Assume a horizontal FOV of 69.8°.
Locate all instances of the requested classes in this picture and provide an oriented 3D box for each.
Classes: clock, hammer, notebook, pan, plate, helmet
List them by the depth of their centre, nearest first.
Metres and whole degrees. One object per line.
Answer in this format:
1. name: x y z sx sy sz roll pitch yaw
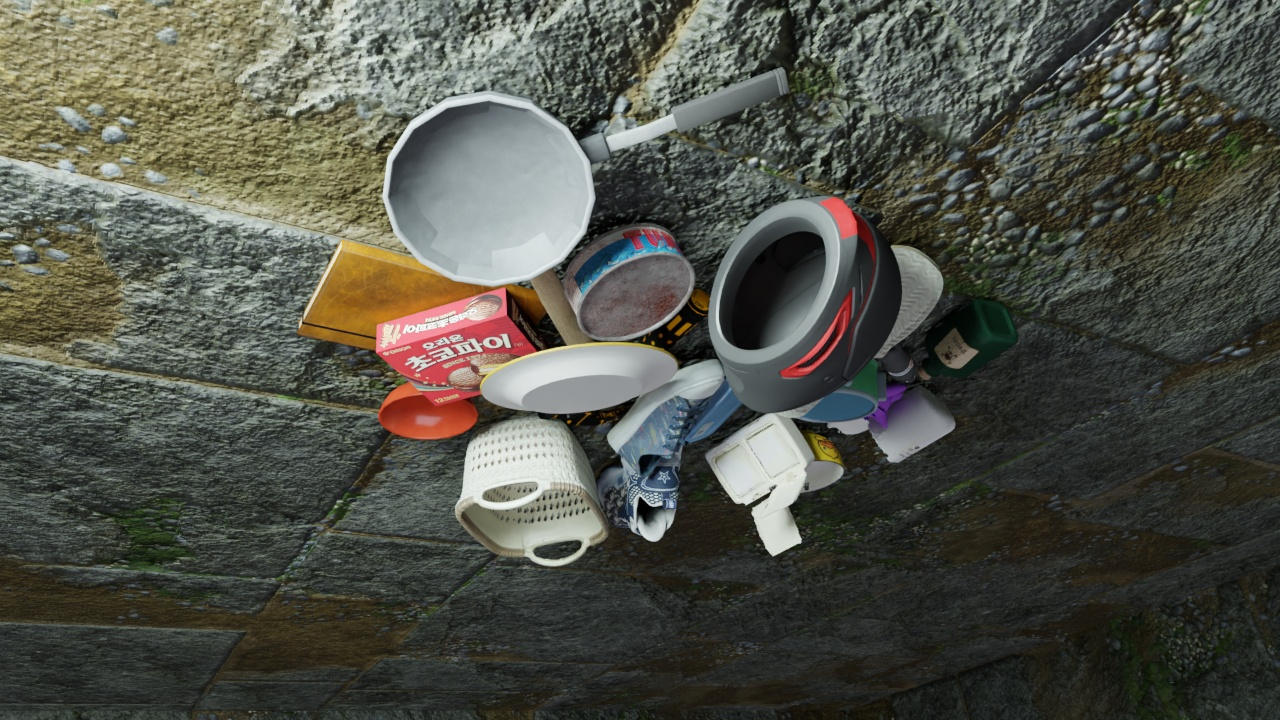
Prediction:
1. pan: -0.046 -0.180 0.788 0.357 0.041 0.179 -19 128 5
2. helmet: 0.172 -0.050 0.945 0.169 0.164 0.266 4 140 -39
3. hammer: -0.097 -0.075 0.957 0.119 0.030 0.331 -16 144 7
4. notebook: -0.232 -0.045 1.012 0.249 0.014 0.179 13 143 -30
5. plate: -0.068 0.030 1.061 0.230 0.021 0.230 -8 161 -3
6. hammer: -0.007 0.007 1.130 0.123 0.036 0.322 8 148 -31
7. clock: 0.229 0.035 1.192 0.121 0.075 0.162 22 152 -37

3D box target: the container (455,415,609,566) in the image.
1. container: -0.149 0.184 1.286 0.185 0.142 0.246 -11 149 5

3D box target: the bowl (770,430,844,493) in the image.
1. bowl: 0.241 0.146 1.377 0.117 0.067 0.117 -5 149 -3

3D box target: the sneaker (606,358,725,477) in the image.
1. sneaker: 0.036 0.081 1.195 0.087 0.079 0.236 -12 158 -39

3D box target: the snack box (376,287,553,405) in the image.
1. snack box: -0.192 -0.011 1.025 0.152 0.035 0.133 -15 148 12

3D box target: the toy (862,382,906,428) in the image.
1. toy: 0.314 0.056 1.253 0.106 0.055 0.088 -26 146 28

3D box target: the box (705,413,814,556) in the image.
1. box: 0.173 0.171 1.294 0.095 0.185 0.146 4 146 -47

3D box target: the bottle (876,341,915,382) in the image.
1. bottle: 0.332 0.001 1.186 0.036 0.036 0.110 -22 146 23

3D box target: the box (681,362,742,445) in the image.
1. box: 0.106 0.046 1.235 0.066 0.049 0.210 -12 157 -30

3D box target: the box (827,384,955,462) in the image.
1. box: 0.357 0.093 1.316 0.163 0.112 0.084 -38 143 20

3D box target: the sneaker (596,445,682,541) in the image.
1. sneaker: 0.003 0.217 1.382 0.103 0.132 0.270 1 149 -17

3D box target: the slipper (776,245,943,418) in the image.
1. slipper: 0.237 -0.032 1.064 0.115 0.052 0.264 39 122 -7

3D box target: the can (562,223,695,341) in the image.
1. can: -0.011 -0.078 0.942 0.130 0.044 0.130 -19 147 -13

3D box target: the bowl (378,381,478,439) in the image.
1. bowl: -0.267 0.057 1.154 0.122 0.035 0.122 -5 149 -3

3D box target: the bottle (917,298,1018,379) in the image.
1. bottle: 0.398 -0.016 1.146 0.061 0.061 0.132 8 146 -28
